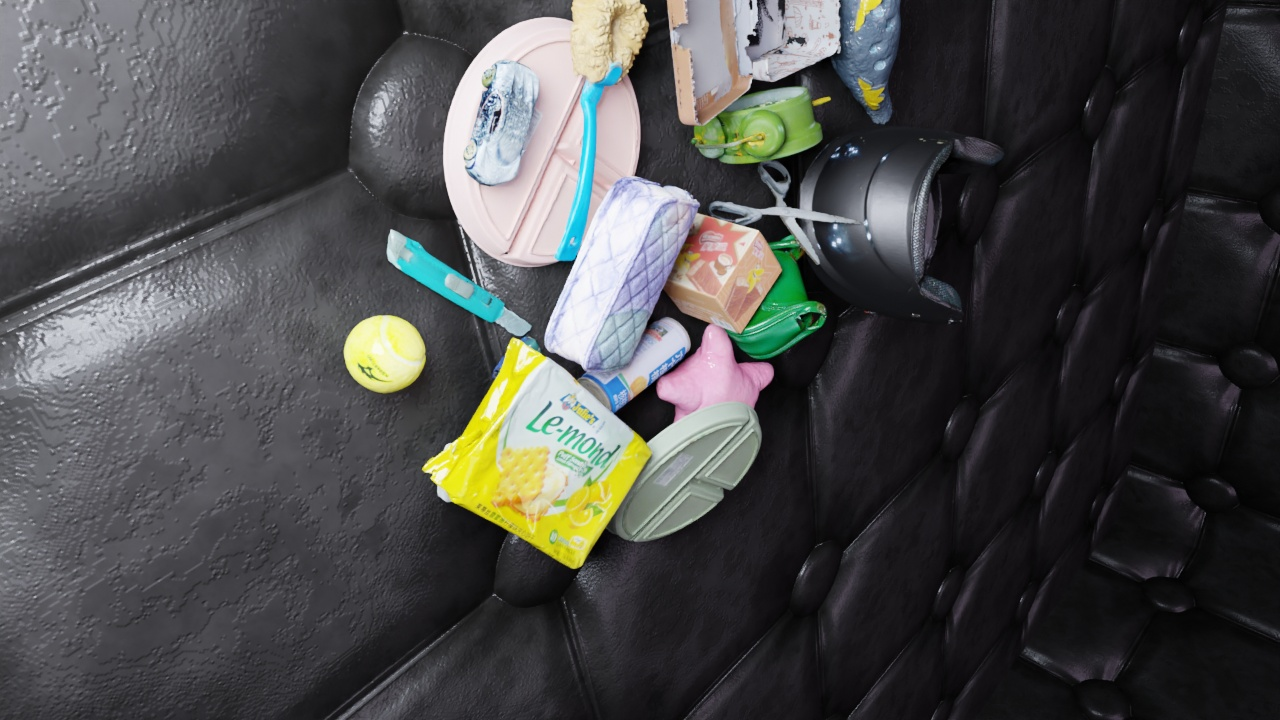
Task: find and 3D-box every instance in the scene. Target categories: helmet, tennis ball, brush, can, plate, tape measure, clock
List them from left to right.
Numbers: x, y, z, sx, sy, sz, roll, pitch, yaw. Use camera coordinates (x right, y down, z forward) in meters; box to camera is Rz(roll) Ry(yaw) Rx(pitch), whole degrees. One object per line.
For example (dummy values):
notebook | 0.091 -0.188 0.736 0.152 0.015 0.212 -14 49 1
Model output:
tennis ball | -0.214 -0.006 0.768 0.065 0.065 0.065 -24 125 -40
tape measure | -0.117 0.012 0.917 0.058 0.025 0.054 -47 136 -21
plate | -0.081 -0.196 0.854 0.228 0.028 0.230 -23 125 -39
brush | -0.044 -0.213 0.828 0.083 0.046 0.255 -9 115 -54
can | -0.006 0.006 1.017 0.134 0.053 0.053 -38 133 -30
plate | 0.056 0.141 1.110 0.229 0.027 0.231 -27 146 -20
clock | 0.126 -0.251 0.992 0.160 0.116 0.056 -34 120 -38
helmet | 0.316 -0.175 1.157 0.274 0.230 0.233 26 81 -74

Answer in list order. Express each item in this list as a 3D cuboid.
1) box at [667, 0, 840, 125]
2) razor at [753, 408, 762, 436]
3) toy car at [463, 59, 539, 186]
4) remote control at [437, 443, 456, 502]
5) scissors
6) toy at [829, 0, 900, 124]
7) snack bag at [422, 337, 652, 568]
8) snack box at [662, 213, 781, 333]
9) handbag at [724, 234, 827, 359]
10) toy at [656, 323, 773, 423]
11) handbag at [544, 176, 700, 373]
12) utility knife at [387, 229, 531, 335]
box | 0.098 -0.364 0.923 0.261 0.088 0.178 -35 132 -33
razor | 0.149 0.058 1.243 0.042 0.022 0.143 -22 132 -8
toy car | -0.114 -0.197 0.769 0.048 0.031 0.106 6 105 -48
remote control | -0.141 0.107 0.940 0.149 0.021 0.058 -2 108 -48
scissors | 0.161 -0.169 1.053 0.159 0.177 0.014 -17 143 -10
toy | 0.268 -0.428 1.084 0.137 0.091 0.357 -48 141 -39
snack bag | -0.096 0.100 0.915 0.158 0.068 0.246 -57 140 -11
snack box | 0.088 -0.100 1.039 0.094 0.093 0.077 -56 139 -12
handbag | 0.150 -0.078 1.082 0.120 0.131 0.068 -25 141 20
toy | 0.080 0.051 1.123 0.194 0.075 0.178 31 86 -47
handbag | -0.019 -0.087 0.910 0.194 0.075 0.134 -64 161 14
utility knife | -0.161 -0.064 0.839 0.193 0.013 0.029 34 82 -50
